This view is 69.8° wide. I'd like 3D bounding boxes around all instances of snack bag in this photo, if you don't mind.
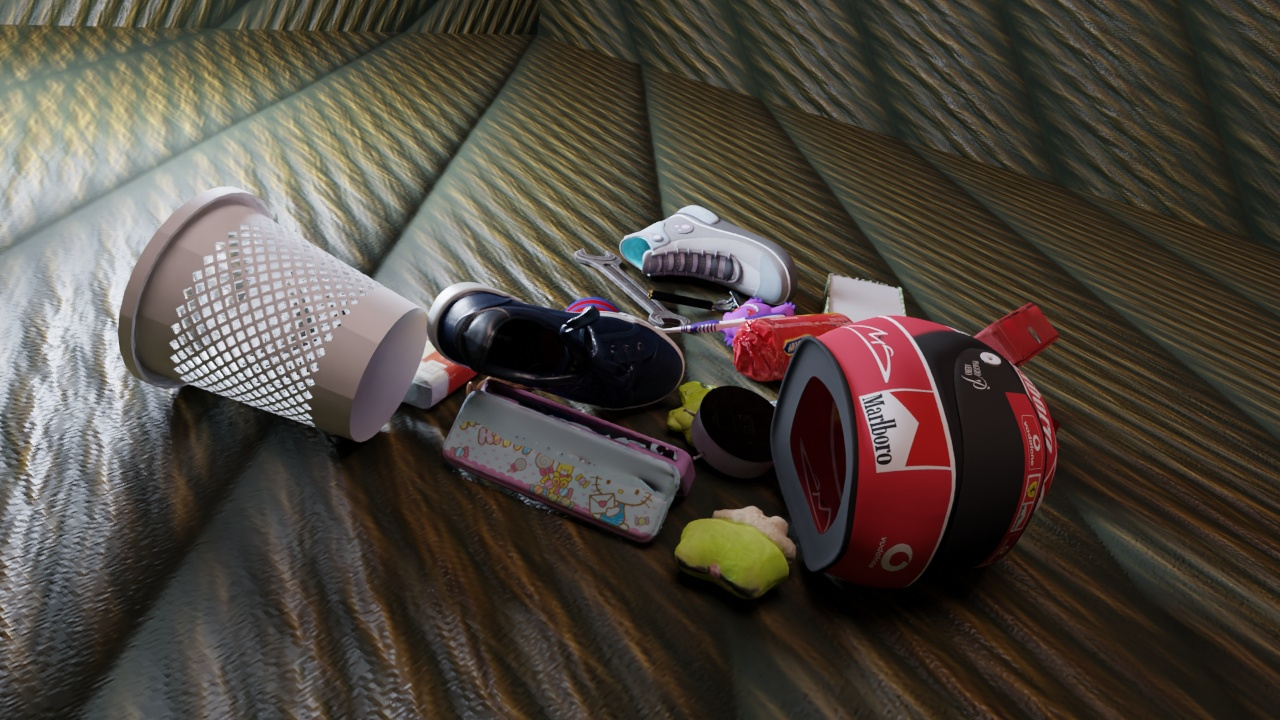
[{"bbox_3d":[-0.200,-0.013,0.997,0.077,0.041,0.224,19,25,14],"label":"snack bag"},{"bbox_3d":[0.191,-0.015,1.116,0.176,0.082,0.082,-6,31,-32],"label":"snack bag"}]

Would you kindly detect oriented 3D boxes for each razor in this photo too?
[{"bbox_3d":[0.076,-0.082,1.262,0.144,0.022,0.042,4,40,-24],"label":"razor"}]

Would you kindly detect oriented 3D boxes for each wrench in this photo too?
[{"bbox_3d":[-0.015,-0.104,1.291,0.070,0.010,0.273,-5,30,-30],"label":"wrench"}]

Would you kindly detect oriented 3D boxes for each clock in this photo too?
[{"bbox_3d":[0.107,0.073,0.914,0.122,0.035,0.094,9,45,-20],"label":"clock"}]

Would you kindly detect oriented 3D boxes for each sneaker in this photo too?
[{"bbox_3d":[-0.049,-0.002,0.880,0.294,0.121,0.127,13,13,-42],"label":"sneaker"},{"bbox_3d":[0.093,-0.139,1.334,0.160,0.093,0.257,-21,40,-35],"label":"sneaker"}]

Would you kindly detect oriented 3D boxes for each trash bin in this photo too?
[{"bbox_3d":[-0.315,-0.027,0.832,0.199,0.196,0.195,24,27,5],"label":"trash bin"}]

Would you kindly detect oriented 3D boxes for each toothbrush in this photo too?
[{"bbox_3d":[0.088,-0.042,1.138,0.187,0.015,0.016,-7,28,5],"label":"toothbrush"}]

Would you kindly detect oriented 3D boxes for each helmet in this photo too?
[{"bbox_3d":[0.246,0.077,0.806,0.224,0.198,0.270,6,34,-10],"label":"helmet"}]

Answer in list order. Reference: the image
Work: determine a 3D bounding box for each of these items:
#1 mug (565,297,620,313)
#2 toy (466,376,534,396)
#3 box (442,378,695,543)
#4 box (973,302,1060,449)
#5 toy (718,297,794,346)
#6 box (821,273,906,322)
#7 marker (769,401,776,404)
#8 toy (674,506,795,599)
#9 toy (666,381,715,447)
[{"bbox_3d":[-0.037,-0.022,1.031,0.112,0.075,0.076,2,26,-1],"label":"mug"},{"bbox_3d":[-0.137,0.025,0.937,0.101,0.042,0.055,-17,22,-34],"label":"toy"},{"bbox_3d":[-0.066,0.096,0.827,0.214,0.089,0.092,19,68,17],"label":"box"},{"bbox_3d":[0.400,0.020,1.031,0.152,0.165,0.156,22,27,32],"label":"box"},{"bbox_3d":[0.144,-0.045,1.181,0.087,0.056,0.106,-16,21,-41],"label":"toy"},{"bbox_3d":[0.313,-0.062,1.295,0.118,0.050,0.205,11,25,6],"label":"box"},{"bbox_3d":[0.172,0.048,1.048,0.141,0.013,0.013,-7,31,-33],"label":"marker"},{"bbox_3d":[0.084,0.154,0.760,0.092,0.043,0.117,19,24,23],"label":"toy"},{"bbox_3d":[0.066,0.056,0.964,0.093,0.036,0.094,-17,45,-41],"label":"toy"}]
